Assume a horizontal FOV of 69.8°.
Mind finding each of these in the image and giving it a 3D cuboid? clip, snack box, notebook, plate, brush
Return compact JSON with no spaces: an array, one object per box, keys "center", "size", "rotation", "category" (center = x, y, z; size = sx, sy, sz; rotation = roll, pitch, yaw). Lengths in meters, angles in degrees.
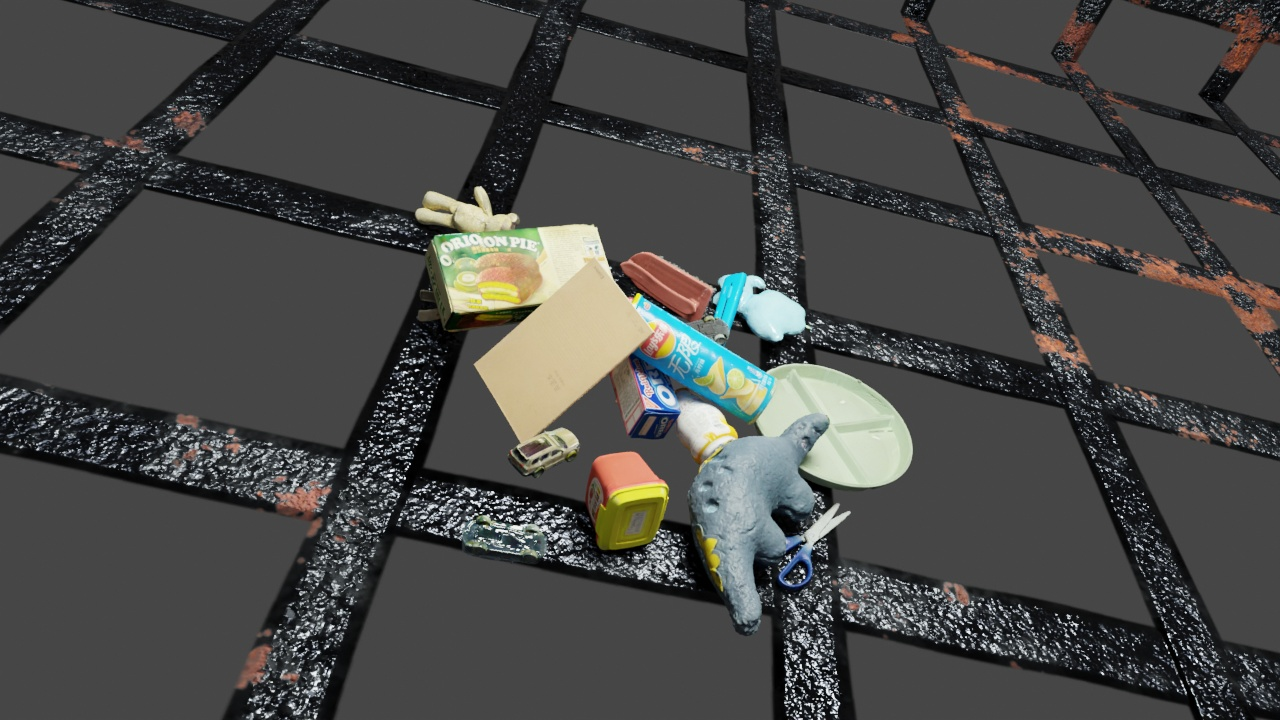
[{"center":[-0.251,-0.073,1.246],"size":[0.100,0.035,0.070],"rotation":[4,42,-10],"category":"clip"},{"center":[-0.159,-0.114,1.236],"size":[0.239,0.063,0.114],"rotation":[-10,72,-29],"category":"snack box"},{"center":[-0.098,-0.013,1.135],"size":[0.149,0.211,0.012],"rotation":[53,7,35],"category":"notebook"},{"center":[-0.007,0.007,1.206],"size":[0.057,0.058,0.207],"rotation":[7,45,-28],"category":"snack box"},{"center":[-0.018,0.154,1.025],"size":[0.082,0.091,0.080],"rotation":[-4,37,-25],"category":"snack box"},{"center":[0.257,0.090,1.246],"size":[0.230,0.028,0.229],"rotation":[10,39,-9],"category":"plate"},{"center":[0.037,-0.115,1.375],"size":[0.146,0.063,0.069],"rotation":[34,29,21],"category":"brush"}]

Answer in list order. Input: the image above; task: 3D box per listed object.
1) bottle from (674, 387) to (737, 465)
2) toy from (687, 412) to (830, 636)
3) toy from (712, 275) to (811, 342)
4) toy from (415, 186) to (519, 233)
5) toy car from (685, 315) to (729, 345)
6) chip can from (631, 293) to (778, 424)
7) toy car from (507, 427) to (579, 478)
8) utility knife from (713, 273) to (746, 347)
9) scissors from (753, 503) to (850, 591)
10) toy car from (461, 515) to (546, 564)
[{"center":[0.074,0.082,1.161],"size":[0.063,0.063,0.108],"rotation":[-11,46,-30],"category":"bottle"},{"center":[0.130,0.159,1.065],"size":[0.138,0.092,0.355],"rotation":[22,41,14],"category":"toy"},{"center":[0.187,-0.080,1.401],"size":[0.156,0.050,0.161],"rotation":[10,38,9],"category":"toy"},{"center":[-0.264,-0.211,1.387],"size":[0.157,0.066,0.105],"rotation":[18,72,6],"category":"toy"},{"center":[0.076,-0.032,1.314],"size":[0.105,0.031,0.049],"rotation":[-13,49,-12],"category":"toy car"},{"center":[0.067,-0.001,1.160],"size":[0.210,0.071,0.071],"rotation":[31,40,-4],"category":"chip can"},{"center":[-0.111,0.106,1.088],"size":[0.090,0.035,0.042],"rotation":[-21,55,-41],"category":"toy car"},{"center":[0.125,-0.067,1.359],"size":[0.034,0.018,0.160],"rotation":[3,54,23],"category":"utility knife"},{"center":[0.191,0.209,1.098],"size":[0.126,0.012,0.173],"rotation":[20,38,3],"category":"scissors"},{"center":[-0.145,0.194,0.973],"size":[0.090,0.034,0.042],"rotation":[10,37,-12],"category":"toy car"}]
